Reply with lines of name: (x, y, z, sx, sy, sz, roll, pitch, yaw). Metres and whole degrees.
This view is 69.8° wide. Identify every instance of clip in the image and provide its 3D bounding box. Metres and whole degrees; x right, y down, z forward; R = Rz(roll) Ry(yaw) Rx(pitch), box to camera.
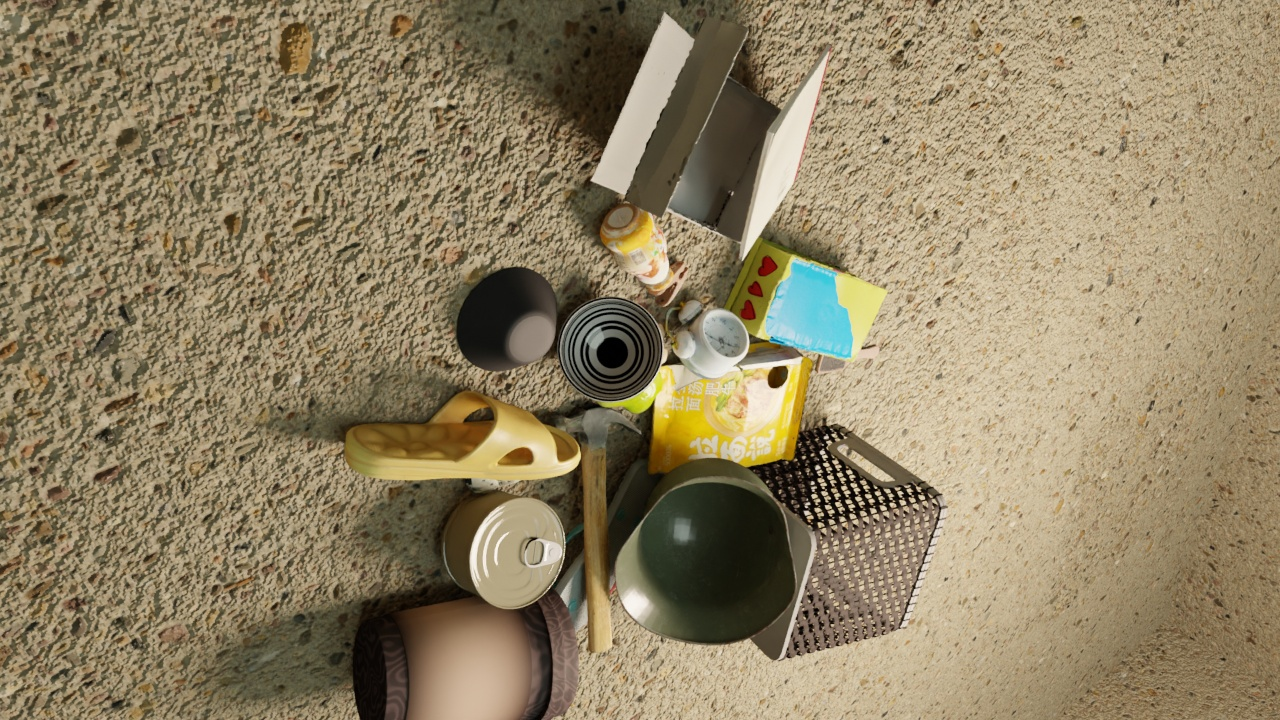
clip: (0.039, -0.090, 1.119, 0.061, 0.025, 0.045, -43, 134, -16)

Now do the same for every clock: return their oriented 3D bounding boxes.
clock: (0.079, -0.028, 1.149, 0.117, 0.057, 0.083, 24, 57, -20)

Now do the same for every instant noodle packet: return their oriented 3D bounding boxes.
instant noodle packet: (0.113, 0.069, 1.246, 0.221, 0.084, 0.163, -8, 118, -28)

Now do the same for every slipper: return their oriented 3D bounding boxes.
slipper: (-0.183, 0.076, 0.987, 0.262, 0.099, 0.078, 0, 113, -35)
slipper: (-0.057, 0.251, 1.236, 0.268, 0.055, 0.098, -58, 139, -12)

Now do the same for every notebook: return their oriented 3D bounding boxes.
notebook: (0.160, -0.227, 1.028, 0.152, 0.012, 0.209, -56, 166, -28)

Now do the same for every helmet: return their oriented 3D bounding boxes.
helmet: (0.089, 0.222, 1.197, 0.227, 0.153, 0.268, 13, 125, -3)

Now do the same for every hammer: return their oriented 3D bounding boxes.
hammer: (-0.055, 0.217, 1.168, 0.132, 0.033, 0.331, -11, 107, -37)

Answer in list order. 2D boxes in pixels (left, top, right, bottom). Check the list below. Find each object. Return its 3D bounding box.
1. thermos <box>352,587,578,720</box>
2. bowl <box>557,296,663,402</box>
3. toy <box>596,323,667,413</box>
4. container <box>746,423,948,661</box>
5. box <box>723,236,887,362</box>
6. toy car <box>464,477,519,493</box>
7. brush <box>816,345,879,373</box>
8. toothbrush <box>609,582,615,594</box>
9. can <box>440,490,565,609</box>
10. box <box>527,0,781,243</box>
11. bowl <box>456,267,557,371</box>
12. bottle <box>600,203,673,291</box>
thermos: (-0.211, 0.360, 1.092, 0.225, 0.173, 0.173, 2, 113, -33)
bowl: (-0.034, -0.011, 1.061, 0.120, 0.120, 0.066, -52, 178, -2)
toy: (-0.007, 0.007, 1.127, 0.092, 0.043, 0.118, 15, 98, -33)
container: (0.248, 0.264, 1.350, 0.243, 0.247, 0.246, -6, 119, -33)
box: (0.223, -0.079, 1.243, 0.220, 0.079, 0.124, 10, 107, -39)
toy car: (-0.156, 0.125, 1.084, 0.105, 0.033, 0.048, -19, 127, -29)
brush: (0.325, -0.007, 1.409, 0.135, 0.015, 0.050, -6, 119, -37)
toothbrush: (-0.007, 0.287, 1.312, 0.189, 0.016, 0.016, -48, 136, -6)
can: (-0.161, 0.219, 1.075, 0.127, 0.073, 0.128, -2, 94, -39)
box: (0.024, -0.244, 0.944, 0.417, 0.108, 0.166, 9, 109, -56)
bowl: (-0.131, -0.033, 0.993, 0.123, 0.052, 0.124, -20, 126, -30)
bottle: (0.000, -0.125, 1.039, 0.063, 0.063, 0.109, -44, 135, -10)
